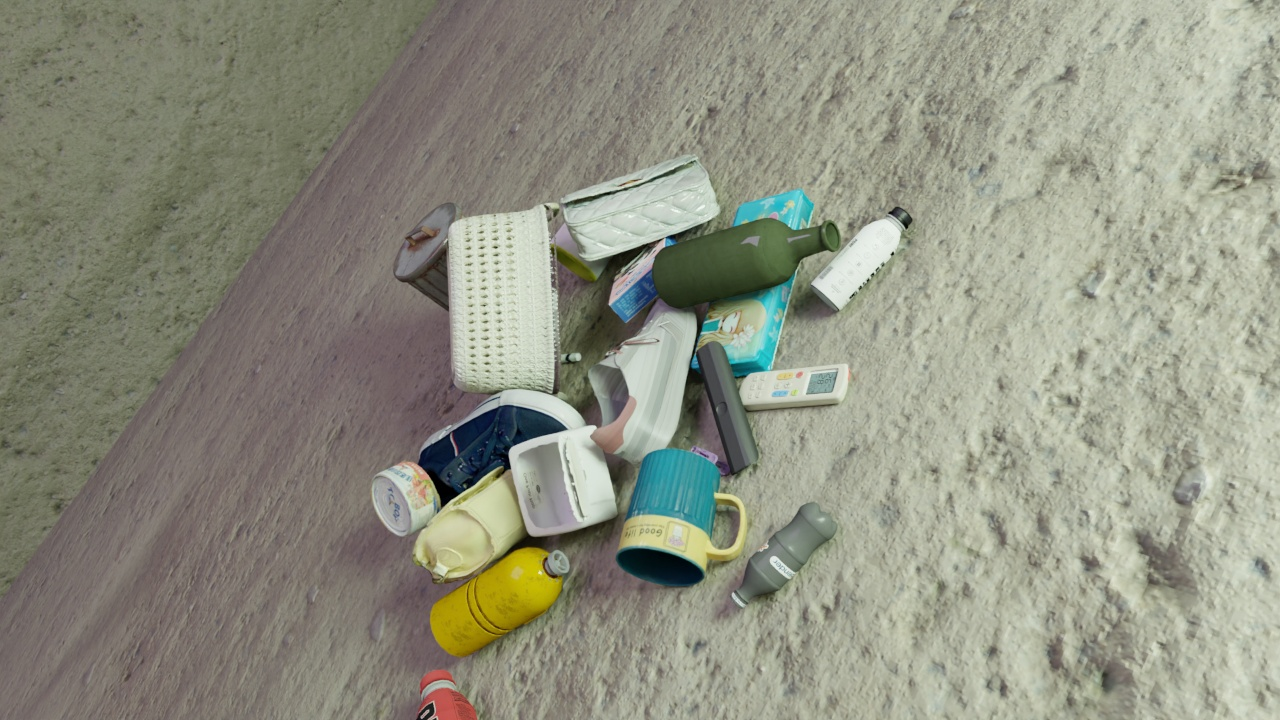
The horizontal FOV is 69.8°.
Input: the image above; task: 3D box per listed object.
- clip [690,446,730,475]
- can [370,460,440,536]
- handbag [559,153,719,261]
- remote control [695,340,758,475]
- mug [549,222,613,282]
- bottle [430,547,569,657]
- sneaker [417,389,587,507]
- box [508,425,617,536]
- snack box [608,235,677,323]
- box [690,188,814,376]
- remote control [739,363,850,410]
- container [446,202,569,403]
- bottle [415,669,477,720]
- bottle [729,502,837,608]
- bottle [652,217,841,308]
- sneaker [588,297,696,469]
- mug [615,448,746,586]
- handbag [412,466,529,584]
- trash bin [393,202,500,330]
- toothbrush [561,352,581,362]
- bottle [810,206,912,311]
[{"bbox_3d":[0.069,0.100,0.919,0.013,0.033,0.051,-53,27,-8],"label":"clip"},{"bbox_3d":[-0.289,0.170,1.125,0.086,0.086,0.043,-10,11,44],"label":"can"},{"bbox_3d":[-0.004,-0.203,1.169,0.195,0.072,0.138,-19,27,0],"label":"handbag"},{"bbox_3d":[0.085,0.046,0.922,0.033,0.015,0.146,-36,52,30],"label":"remote control"},{"bbox_3d":[-0.067,-0.175,1.274,0.106,0.082,0.083,-55,34,-8],"label":"mug"},{"bbox_3d":[-0.142,0.249,0.973,0.164,0.071,0.071,-35,37,24],"label":"bottle"},{"bbox_3d":[-0.185,0.132,1.106,0.295,0.120,0.127,-24,29,38],"label":"sneaker"},{"bbox_3d":[-0.071,0.124,0.954,0.190,0.101,0.111,-24,81,57],"label":"box"},{"bbox_3d":[0.007,-0.106,1.124,0.088,0.033,0.154,-40,14,16],"label":"snack box"},{"bbox_3d":[0.126,-0.085,1.012,0.094,0.039,0.226,-8,54,43],"label":"box"},{"bbox_3d":[0.149,0.026,0.897,0.126,0.018,0.038,-7,53,44],"label":"remote control"},{"bbox_3d":[-0.165,-0.068,1.140,0.185,0.143,0.251,161,106,-75],"label":"container"},{"bbox_3d":[-0.188,0.382,0.911,0.062,0.062,0.176,-47,34,6],"label":"bottle"},{"bbox_3d":[0.119,0.168,0.781,0.110,0.036,0.036,-47,34,6],"label":"bottle"},{"bbox_3d":[0.109,-0.106,0.952,0.207,0.071,0.071,-11,50,41],"label":"bottle"},{"bbox_3d":[-0.005,0.006,1.004,0.100,0.089,0.235,-48,24,45],"label":"sneaker"},{"bbox_3d":[0.044,0.149,0.861,0.114,0.083,0.107,3,53,17],"label":"mug"},{"bbox_3d":[-0.182,0.188,1.020,0.111,0.081,0.119,-43,-6,26],"label":"handbag"},{"bbox_3d":[-0.240,-0.119,1.305,0.131,0.211,0.130,-30,39,28],"label":"trash bin"},{"bbox_3d":[-0.146,0.001,1.258,0.187,0.017,0.012,-5,70,46],"label":"toothbrush"},{"bbox_3d":[0.223,-0.104,0.913,0.116,0.041,0.041,-47,34,5],"label":"bottle"}]
